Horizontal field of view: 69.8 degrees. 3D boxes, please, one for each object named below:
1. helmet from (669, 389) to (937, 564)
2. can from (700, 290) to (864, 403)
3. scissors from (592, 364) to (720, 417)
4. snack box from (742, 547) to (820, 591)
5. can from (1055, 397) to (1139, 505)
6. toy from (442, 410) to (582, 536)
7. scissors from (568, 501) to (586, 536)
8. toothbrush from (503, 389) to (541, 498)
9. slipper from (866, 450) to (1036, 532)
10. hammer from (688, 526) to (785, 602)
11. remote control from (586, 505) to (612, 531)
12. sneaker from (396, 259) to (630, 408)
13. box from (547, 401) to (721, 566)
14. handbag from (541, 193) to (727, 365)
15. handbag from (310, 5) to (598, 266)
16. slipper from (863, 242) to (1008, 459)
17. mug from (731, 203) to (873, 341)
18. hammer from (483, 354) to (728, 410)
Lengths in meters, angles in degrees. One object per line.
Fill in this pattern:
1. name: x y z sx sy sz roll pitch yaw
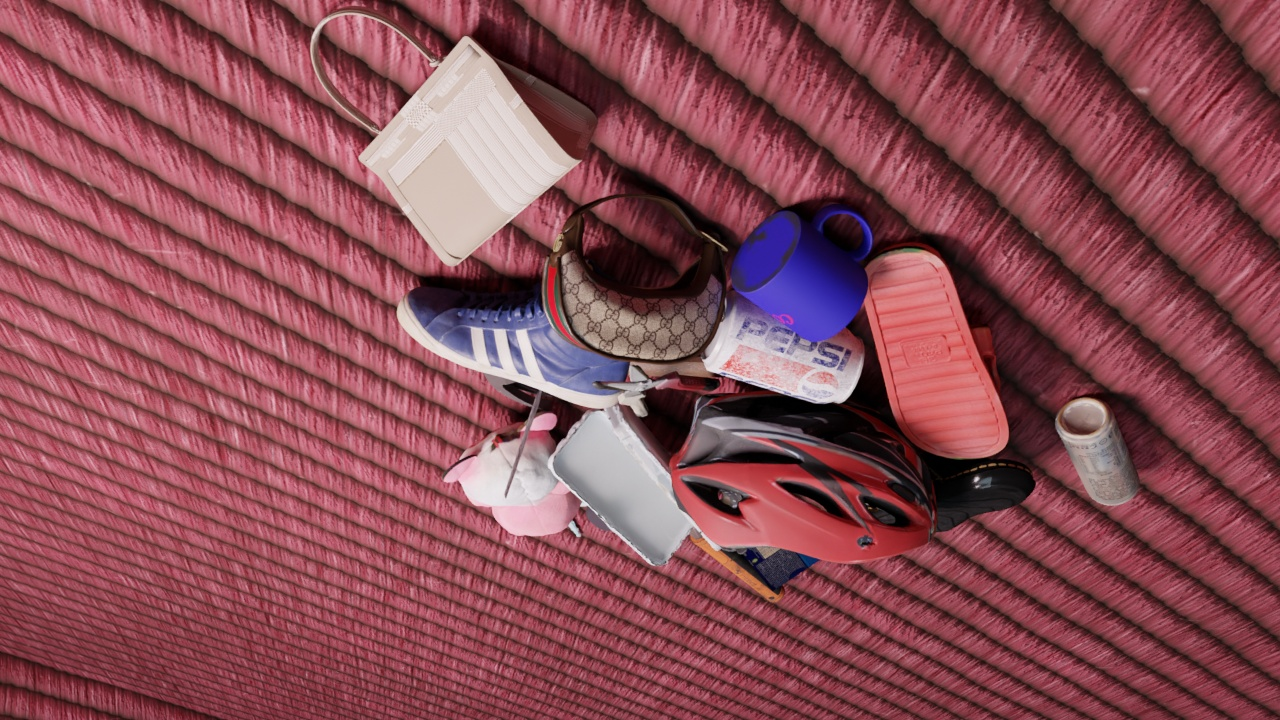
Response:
1. helmet: 0.166 0.115 0.916 0.272 0.217 0.167 10 101 -2
2. can: 0.131 -0.010 0.852 0.136 0.078 0.078 17 142 -10
3. scissors: 0.013 0.028 0.855 0.187 0.015 0.180 -11 164 -28
4. snack box: 0.165 0.223 1.151 0.082 0.027 0.150 -35 126 2
5. can: 0.467 0.093 0.936 0.054 0.054 0.135 -17 136 30
6. toy: -0.136 0.137 1.056 0.142 0.084 0.213 -20 147 -3
7. scissors: -0.107 0.194 1.217 0.168 0.023 0.171 -13 140 18
8. toothbrush: -0.106 0.054 0.853 0.010 0.181 0.010 2 137 13
9. slipper: 0.330 0.137 1.004 0.113 0.075 0.268 10 158 -9
10. hammer: 0.101 0.232 1.195 0.138 0.034 0.314 -23 130 35
11. remote control: -0.043 0.162 1.125 0.046 0.009 0.125 22 127 20
12. sneaker: -0.110 -0.052 0.844 0.233 0.091 0.119 25 127 5
13. box: -0.009 0.152 1.022 0.125 0.106 0.215 -35 114 7
14. handbag: 0.003 -0.068 0.767 0.166 0.138 0.063 7 -174 -25
15. handbag: -0.166 -0.188 0.711 0.198 0.062 0.176 38 135 -24
16. slipper: 0.269 -0.010 0.843 0.104 0.059 0.249 -14 121 29
17. mug: 0.144 -0.082 0.768 0.083 0.079 0.111 32 109 -27
18. hammer: -0.006 0.006 0.941 0.323 0.033 0.115 1 140 10
